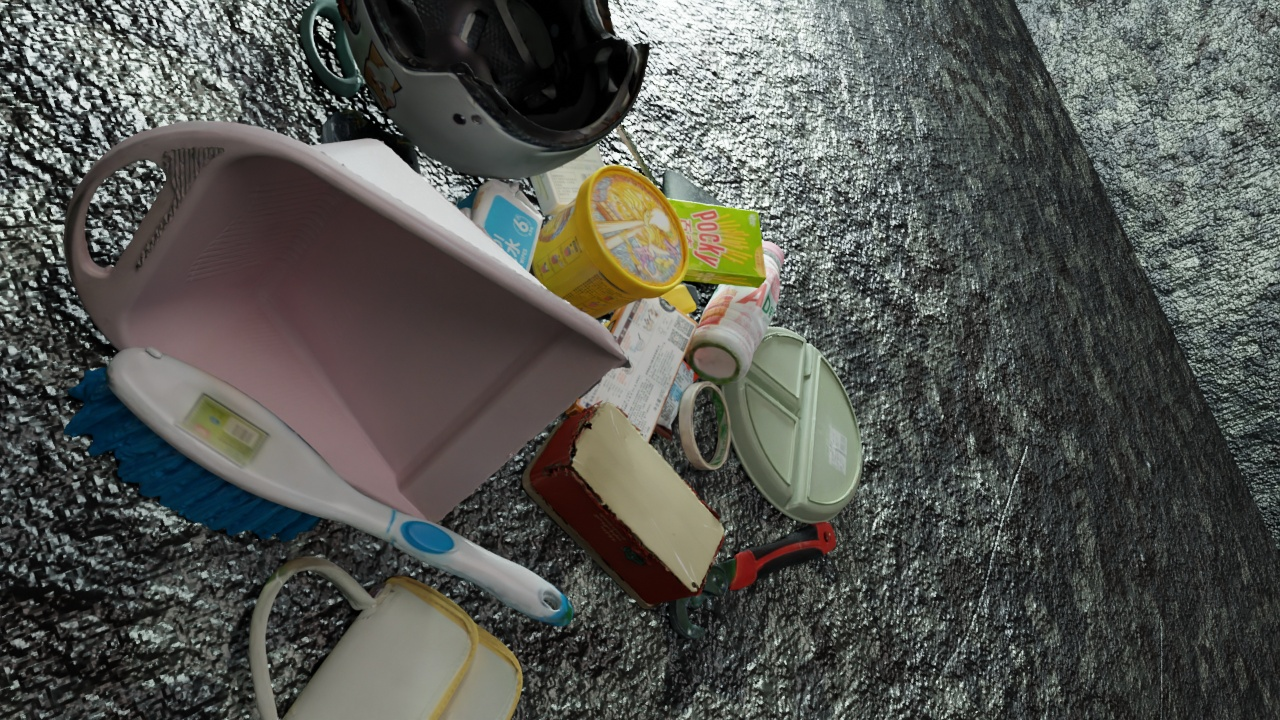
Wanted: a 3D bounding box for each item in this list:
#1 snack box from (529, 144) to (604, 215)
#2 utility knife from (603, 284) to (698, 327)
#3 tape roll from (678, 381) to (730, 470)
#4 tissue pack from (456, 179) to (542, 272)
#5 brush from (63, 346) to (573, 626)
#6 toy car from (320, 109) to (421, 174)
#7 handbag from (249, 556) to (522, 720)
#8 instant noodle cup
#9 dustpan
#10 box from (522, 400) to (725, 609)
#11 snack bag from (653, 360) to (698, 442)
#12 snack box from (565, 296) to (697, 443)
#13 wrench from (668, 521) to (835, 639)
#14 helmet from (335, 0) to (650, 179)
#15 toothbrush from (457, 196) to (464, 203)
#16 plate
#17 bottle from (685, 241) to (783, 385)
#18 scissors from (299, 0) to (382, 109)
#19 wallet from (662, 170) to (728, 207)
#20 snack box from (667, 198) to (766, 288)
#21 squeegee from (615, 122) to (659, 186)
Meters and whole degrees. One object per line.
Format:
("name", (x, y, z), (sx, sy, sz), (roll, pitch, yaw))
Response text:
("snack box", (-0.082, -0.217, 0.898), (0.084, 0.027, 0.156), (-10, 77, -48))
("utility knife", (-0.001, -0.040, 0.896), (0.194, 0.015, 0.033), (-27, 85, -47))
("tape roll", (0.063, 0.063, 0.888), (0.085, 0.014, 0.085), (18, 69, -56))
("tissue pack", (-0.135, -0.071, 0.718), (0.063, 0.090, 0.139), (34, 49, -30))
("brush", (-0.188, 0.092, 0.561), (0.314, 0.110, 0.060), (41, 43, -23))
("toy car", (-0.213, -0.165, 0.730), (0.090, 0.034, 0.043), (15, 55, -56))
("handbag", (-0.171, 0.206, 0.560), (0.179, 0.063, 0.162), (46, 42, -13))
("instant noodle cup", (-0.037, -0.093, 0.811), (0.118, 0.115, 0.118), (23, 53, -36))
("dustpan", (-0.187, -0.010, 0.545), (0.273, 0.223, 0.138), (46, 29, 0))
("box", (-0.005, 0.117, 0.759), (0.168, 0.080, 0.091), (48, 44, -17))
("snack bag", (0.027, 0.031, 0.878), (0.048, 0.026, 0.103), (38, 48, -14))
("snack box", (-0.005, 0.005, 0.835), (0.075, 0.026, 0.153), (34, 55, -14))
("wrench", (0.116, 0.200, 0.888), (0.272, 0.016, 0.056), (-12, 80, -48))
("helmet", (-0.136, -0.257, 0.739), (0.229, 0.157, 0.274), (-30, 83, -39))
("toothbrush", (-0.107, -0.058, 0.797), (0.191, 0.016, 0.018), (60, 30, -3))
("plate", (0.174, 0.065, 1.012), (0.230, 0.028, 0.229), (22, 56, -37))
("bottle", (0.109, -0.058, 0.976), (0.068, 0.068, 0.196), (48, 44, -17))
("scissors", (-0.253, -0.290, 0.770), (0.131, 0.019, 0.185), (-17, 81, -49))
("wallet", (0.068, -0.146, 1.025), (0.120, 0.019, 0.097), (24, 56, -38))
("snack box", (0.049, -0.122, 0.936), (0.156, 0.026, 0.085), (5, 63, -16))
("squeegee", (-0.056, -0.343, 0.978), (0.247, 0.040, 0.249), (50, 27, -47))
